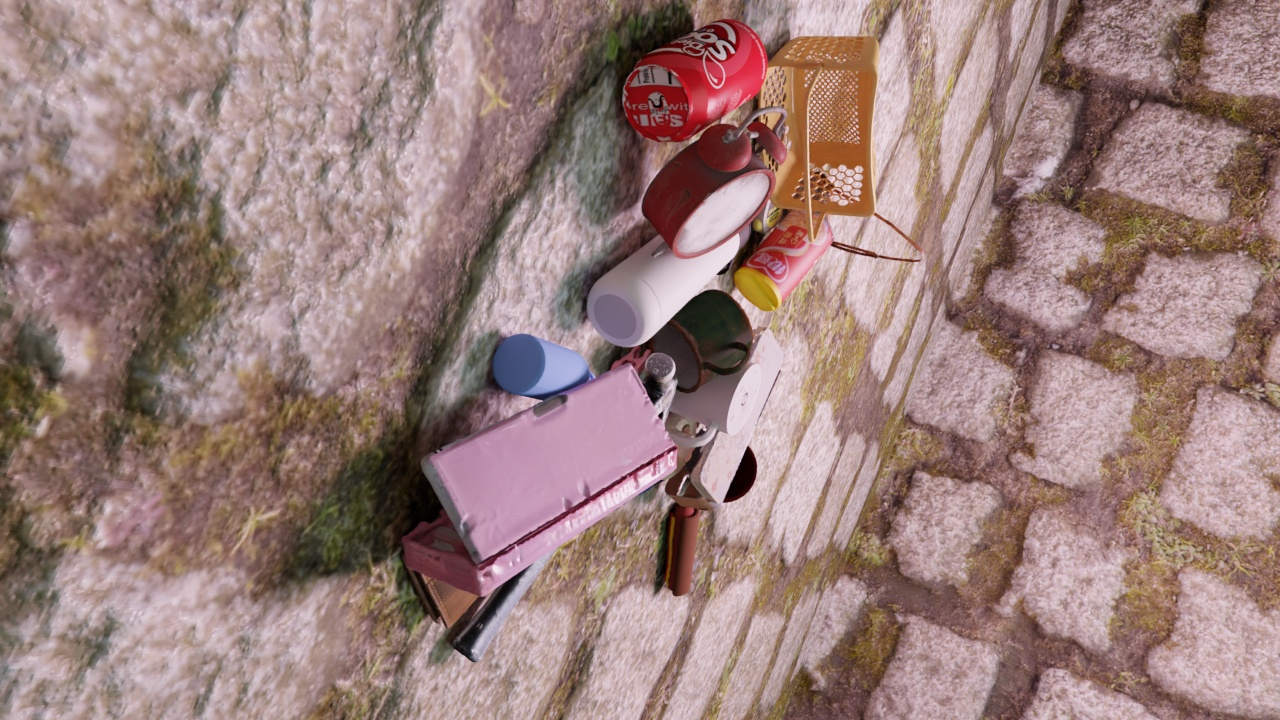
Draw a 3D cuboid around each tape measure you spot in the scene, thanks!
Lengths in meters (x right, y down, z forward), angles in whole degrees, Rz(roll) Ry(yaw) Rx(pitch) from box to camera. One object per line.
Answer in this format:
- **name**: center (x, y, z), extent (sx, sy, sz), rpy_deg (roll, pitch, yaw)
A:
- **tape measure**: center (0.156, -0.190, 1.113), extent (0.064, 0.017, 0.065), rpy_deg (-39, 143, -48)

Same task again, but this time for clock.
- **clock**: center (0.065, -0.160, 0.785), extent (0.109, 0.062, 0.157), rpy_deg (-17, 155, -44)

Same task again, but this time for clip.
- **clip**: center (-0.012, 0.003, 0.918), extent (0.060, 0.044, 0.023), rpy_deg (-84, -173, -60)

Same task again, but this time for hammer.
- **hammer**: center (-0.065, 0.142, 0.874), extent (0.325, 0.036, 0.141), rpy_deg (-53, 167, -23)

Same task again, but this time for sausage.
- **sausage**: center (0.054, 0.254, 1.235), extent (0.040, 0.040, 0.156), rpy_deg (-40, 143, -47)

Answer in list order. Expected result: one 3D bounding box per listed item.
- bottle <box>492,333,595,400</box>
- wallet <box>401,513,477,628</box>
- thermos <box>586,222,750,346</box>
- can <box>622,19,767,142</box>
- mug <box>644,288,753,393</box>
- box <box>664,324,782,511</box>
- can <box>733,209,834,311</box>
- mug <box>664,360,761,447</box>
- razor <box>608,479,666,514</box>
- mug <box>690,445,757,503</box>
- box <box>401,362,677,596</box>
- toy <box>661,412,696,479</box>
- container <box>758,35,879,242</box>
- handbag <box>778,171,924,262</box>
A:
- **bottle**: center (-0.070, 0.012, 0.762), extent (0.131, 0.048, 0.048), rpy_deg (22, 89, -66)
- **wallet**: center (-0.139, 0.148, 0.756), extent (0.120, 0.027, 0.099), rpy_deg (-48, 144, -37)
- **thermos**: center (0.032, -0.081, 0.887), extent (0.229, 0.068, 0.101), rpy_deg (-44, 159, -46)
- **can**: center (0.048, -0.237, 0.776), extent (0.142, 0.074, 0.075), rpy_deg (-43, 145, -45)
- **mug**: center (0.070, -0.017, 0.930), extent (0.081, 0.111, 0.085), rpy_deg (-31, 129, -29)
- **box**: center (0.096, 0.067, 1.107), extent (0.095, 0.115, 0.216), rpy_deg (42, 63, -30)
- **can**: center (0.175, -0.124, 1.121), extent (0.124, 0.067, 0.067), rpy_deg (-48, 150, -20)
- **mug**: center (0.062, 0.041, 1.003), extent (0.119, 0.096, 0.083), rpy_deg (-56, 153, -26)
- **razor**: center (0.003, 0.142, 1.059), extent (0.140, 0.018, 0.044), rpy_deg (-13, 120, -62)
- **mug**: center (0.106, 0.135, 1.216), extent (0.088, 0.087, 0.114), rpy_deg (87, 1, -76)
- **box**: center (-0.074, 0.077, 0.717), extent (0.231, 0.099, 0.107), rpy_deg (-25, 114, -45)
- **toy**: center (0.039, 0.096, 1.053), extent (0.112, 0.050, 0.087), rpy_deg (72, 42, -80)
- **container**: center (0.195, -0.244, 1.002), extent (0.184, 0.129, 0.166), rpy_deg (77, 29, -44)
- **handbag**: center (0.261, -0.172, 1.129), extent (0.043, 0.196, 0.094), rpy_deg (-46, 151, -30)
